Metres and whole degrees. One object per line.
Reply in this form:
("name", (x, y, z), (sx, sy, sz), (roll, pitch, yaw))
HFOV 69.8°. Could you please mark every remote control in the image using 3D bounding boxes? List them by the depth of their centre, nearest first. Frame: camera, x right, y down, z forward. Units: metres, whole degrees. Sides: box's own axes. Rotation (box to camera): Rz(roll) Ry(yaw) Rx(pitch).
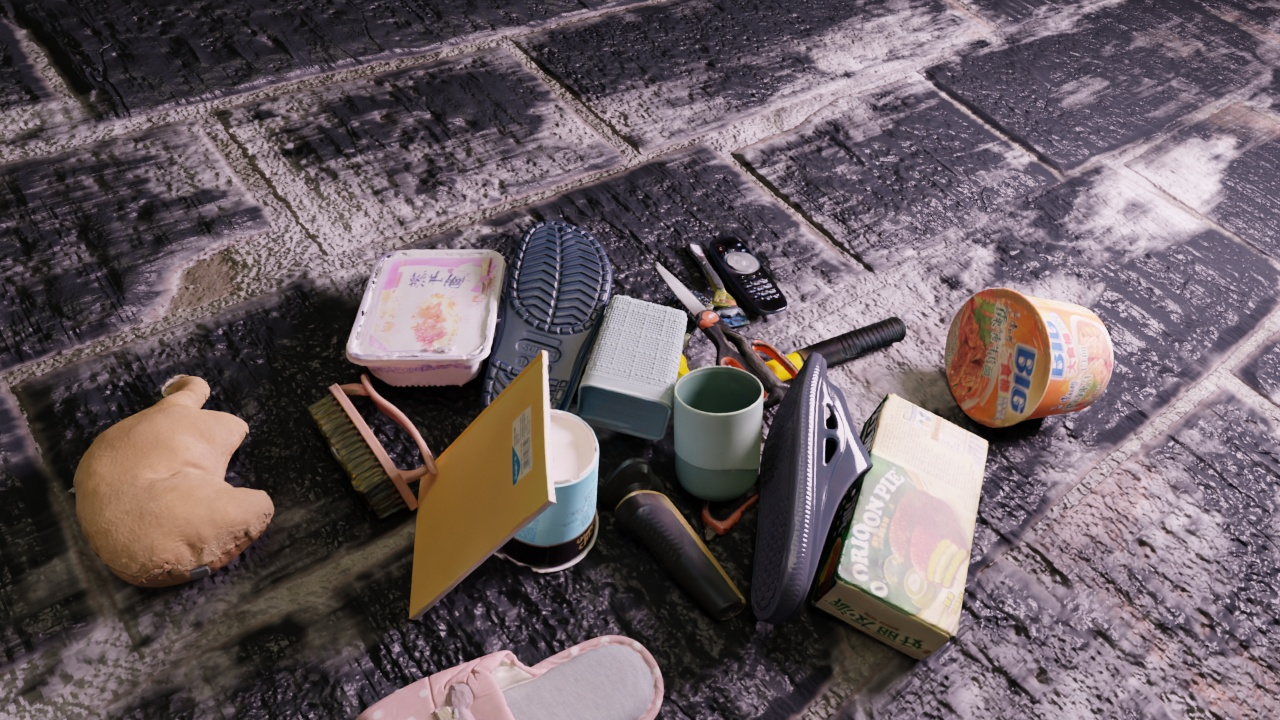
("remote control", (0.126, -0.098, 1.092), (0.053, 0.024, 0.136), (-15, 52, -22))

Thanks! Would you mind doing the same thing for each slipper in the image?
("slipper", (-0.105, 0.276, 0.684), (0.273, 0.055, 0.114), (-14, 53, -24))
("slipper", (0.158, 0.118, 0.835), (0.083, 0.111, 0.267), (18, 53, -5))
("slipper", (-0.094, -0.021, 0.932), (0.105, 0.095, 0.252), (12, 65, 0))

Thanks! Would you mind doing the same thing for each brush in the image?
("brush", (-0.243, 0.070, 0.829), (0.073, 0.063, 0.145), (-34, 55, -16))

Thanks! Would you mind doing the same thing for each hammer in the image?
("hammer", (0.173, 0.004, 1.006), (0.300, 0.033, 0.128), (-18, 55, -26))

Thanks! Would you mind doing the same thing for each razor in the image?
("razor", (0.031, 0.162, 0.826), (0.167, 0.062, 0.067), (48, 24, 21))
("razor", (0.085, -0.095, 1.083), (0.042, 0.022, 0.142), (-7, 50, -21))

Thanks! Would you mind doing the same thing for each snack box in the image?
("snack box", (0.250, 0.148, 0.866), (0.114, 0.063, 0.239), (26, 48, 3))

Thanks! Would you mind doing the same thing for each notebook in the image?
("notebook", (-0.132, 0.103, 0.744), (0.010, 0.207, 0.145), (24, 40, -31))

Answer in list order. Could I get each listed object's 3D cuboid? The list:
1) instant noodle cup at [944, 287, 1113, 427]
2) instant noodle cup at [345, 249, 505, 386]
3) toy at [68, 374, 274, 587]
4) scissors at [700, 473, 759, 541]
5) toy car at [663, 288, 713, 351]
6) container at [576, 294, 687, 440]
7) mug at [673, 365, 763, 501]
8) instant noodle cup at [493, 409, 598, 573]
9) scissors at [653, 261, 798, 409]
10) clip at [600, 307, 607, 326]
("instant noodle cup", (0.426, -0.003, 1.001), (0.111, 0.152, 0.151), (0, 48, -23))
("instant noodle cup", (-0.209, -0.039, 0.926), (0.138, 0.060, 0.173), (0, 41, 0))
("toy", (-0.403, 0.088, 0.775), (0.143, 0.083, 0.226), (-13, 50, -29))
("scissors", (0.153, 0.130, 0.902), (0.197, 0.015, 0.213), (5, 47, -8))
("toy car", (0.043, -0.044, 1.019), (0.049, 0.031, 0.105), (28, 43, 11))
("container", (-0.005, 0.005, 0.908), (0.090, 0.090, 0.111), (14, 61, 1))
("mug", (0.079, 0.064, 0.871), (0.082, 0.106, 0.111), (12, 34, 24))
("instant noodle cup", (-0.082, 0.106, 0.797), (0.111, 0.121, 0.111), (6, 48, -7))
("scissors", (0.070, -0.031, 0.978), (0.235, 0.022, 0.124), (33, 51, 18))
("clip", (-0.055, -0.048, 0.997), (0.057, 0.024, 0.028), (1, 34, 37))
